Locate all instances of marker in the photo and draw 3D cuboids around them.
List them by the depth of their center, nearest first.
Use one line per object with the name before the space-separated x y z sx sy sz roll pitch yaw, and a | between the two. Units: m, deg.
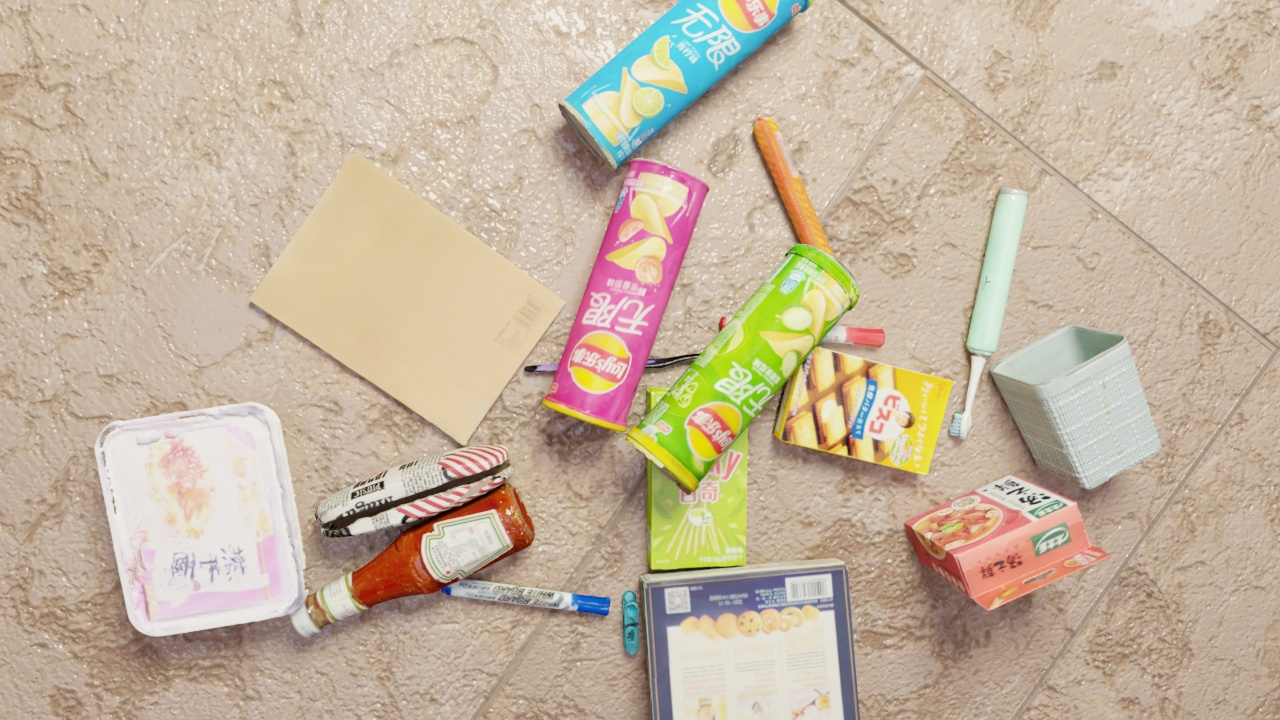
marker | -0.098 0.204 0.794 0.145 0.017 0.017 10 95 -8
marker | 0.141 -0.026 0.796 0.145 0.017 0.017 5 96 -7

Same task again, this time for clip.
clip | -0.009 0.232 0.808 0.015 0.049 0.057 -2 102 -8

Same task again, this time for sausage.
sausage | 0.134 -0.134 0.780 0.021 0.021 0.165 -26 99 -3

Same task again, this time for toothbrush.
toothbrush | -0.005 0.005 0.785 0.189 0.014 0.017 -3 121 -5
toothbrush | 0.307 -0.040 0.810 0.026 0.027 0.224 5 97 -40

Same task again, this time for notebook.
notebook | -0.189 -0.049 0.757 0.211 0.012 0.149 36 91 -9

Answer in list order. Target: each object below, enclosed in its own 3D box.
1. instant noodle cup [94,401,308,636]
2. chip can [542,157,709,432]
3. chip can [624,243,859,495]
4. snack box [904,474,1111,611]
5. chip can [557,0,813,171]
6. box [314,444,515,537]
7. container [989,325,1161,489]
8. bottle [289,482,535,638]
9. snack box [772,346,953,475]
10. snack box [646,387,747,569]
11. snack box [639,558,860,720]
instant noodle cup | -0.341 0.121 0.735 0.138 0.060 0.173 -8 99 -6
chip can | -0.010 -0.052 0.739 0.071 0.071 0.210 20 89 -9
chip can | 0.085 0.003 0.742 0.072 0.072 0.221 42 84 -9
snack box | 0.306 0.150 0.780 0.113 0.127 0.044 -22 99 -5
chip can | 0.035 -0.245 0.731 0.210 0.071 0.071 -40 99 -1
box | -0.181 0.110 0.750 0.164 0.072 0.059 -16 80 -2
container | 0.379 0.042 0.798 0.090 0.090 0.111 -27 102 -3
bottle | -0.189 0.169 0.758 0.206 0.060 0.060 -26 99 -3
snack box | 0.194 0.042 0.803 0.140 0.034 0.087 14 95 -10
snack box | 0.049 0.101 0.795 0.085 0.026 0.156 0 96 -8
snack box | 0.095 0.271 0.796 0.178 0.046 0.182 -3 86 -7
